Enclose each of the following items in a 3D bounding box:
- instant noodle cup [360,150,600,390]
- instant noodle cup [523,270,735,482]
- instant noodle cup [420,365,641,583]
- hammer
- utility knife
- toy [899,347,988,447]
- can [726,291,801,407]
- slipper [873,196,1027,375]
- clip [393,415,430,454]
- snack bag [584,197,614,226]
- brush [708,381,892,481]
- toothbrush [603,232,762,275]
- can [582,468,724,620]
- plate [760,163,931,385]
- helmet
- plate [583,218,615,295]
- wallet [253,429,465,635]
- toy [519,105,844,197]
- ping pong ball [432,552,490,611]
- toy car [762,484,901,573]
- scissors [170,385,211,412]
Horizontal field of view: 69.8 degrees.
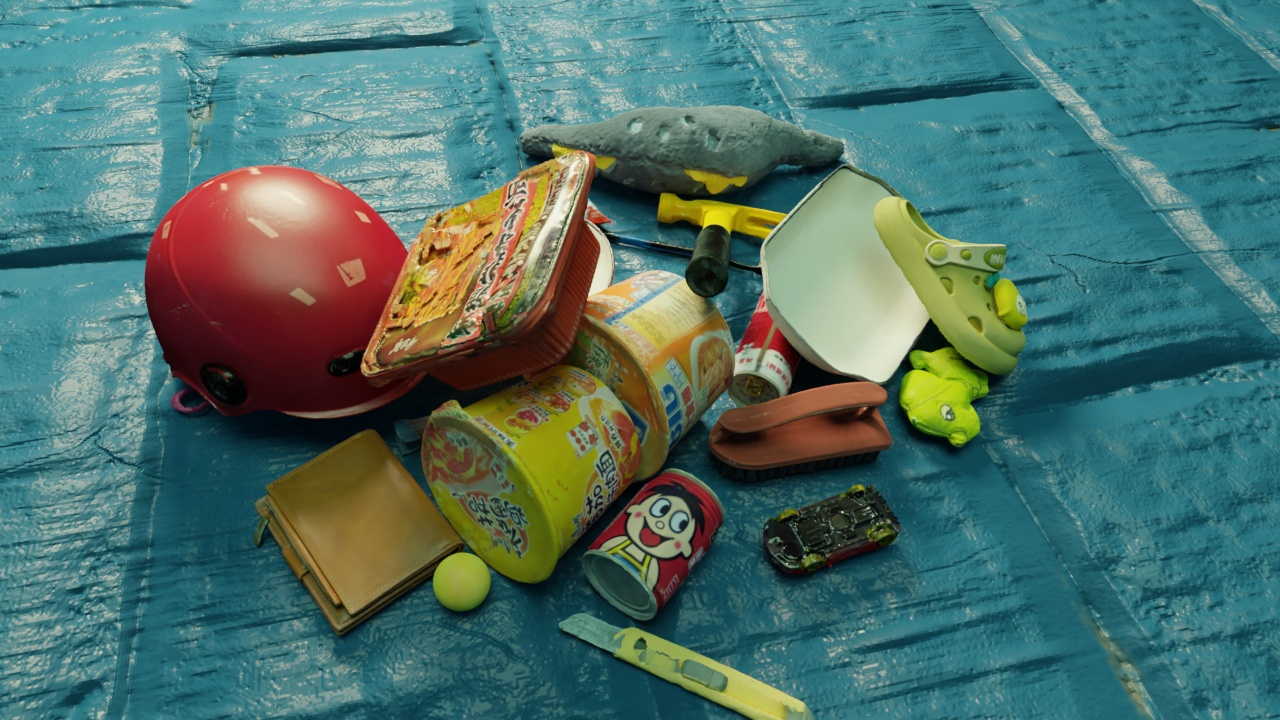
[{"bbox_3d":[-0.103,-0.051,0.653,0.189,0.079,0.164,-15,46,35],"label":"instant noodle cup"},{"bbox_3d":[-0.004,0.004,0.725,0.151,0.152,0.111,35,47,23],"label":"instant noodle cup"},{"bbox_3d":[-0.073,0.074,0.668,0.138,0.138,0.109,35,48,24],"label":"instant noodle cup"},{"bbox_3d":[0.066,-0.106,0.801,0.129,0.033,0.300,8,19,5],"label":"hammer"},{"bbox_3d":[0.032,0.215,0.630,0.190,0.020,0.030,17,44,16],"label":"utility knife"},{"bbox_3d":[0.259,0.029,0.791,0.100,0.031,0.096,-25,55,-28],"label":"toy"},{"bbox_3d":[0.118,-0.018,0.806,0.053,0.053,0.132,18,51,12],"label":"can"},{"bbox_3d":[0.282,-0.077,0.807,0.190,0.082,0.091,56,31,9],"label":"slipper"},{"bbox_3d":[-0.172,0.056,0.748,0.058,0.043,0.027,-20,52,-25],"label":"clip"},{"bbox_3d":[-0.069,-0.164,0.938,0.048,0.026,0.104,-11,50,-28],"label":"snack bag"},{"bbox_3d":[0.125,0.053,0.735,0.145,0.069,0.063,-9,50,-11],"label":"brush"},{"bbox_3d":[0.054,-0.106,0.904,0.189,0.014,0.016,12,49,8],"label":"toothbrush"},{"bbox_3d":[0.011,0.130,0.662,0.066,0.067,0.093,31,54,21],"label":"can"},{"bbox_3d":[0.191,-0.077,0.828,0.162,0.034,0.264,48,48,-4],"label":"plate"},{"bbox_3d":[-0.282,-0.068,0.730,0.240,0.144,0.206,22,50,23],"label":"helmet"},{"bbox_3d":[-0.115,-0.065,0.828,0.192,0.039,0.192,-4,48,5],"label":"plate"},{"bbox_3d":[-0.214,0.123,0.673,0.118,0.035,0.130,-34,60,-22],"label":"wallet"},{"bbox_3d":[0.052,-0.222,0.963,0.356,0.091,0.137,-1,22,-6],"label":"toy"},{"bbox_3d":[-0.126,0.156,0.648,0.040,0.040,0.040,2,49,-2],"label":"ping pong ball"},{"bbox_3d":[0.143,0.130,0.695,0.106,0.031,0.049,-15,51,-18],"label":"toy car"},{"bbox_3d":[-0.337,0.010,0.778,0.133,0.017,0.130,25,50,12],"label":"scissors"}]
